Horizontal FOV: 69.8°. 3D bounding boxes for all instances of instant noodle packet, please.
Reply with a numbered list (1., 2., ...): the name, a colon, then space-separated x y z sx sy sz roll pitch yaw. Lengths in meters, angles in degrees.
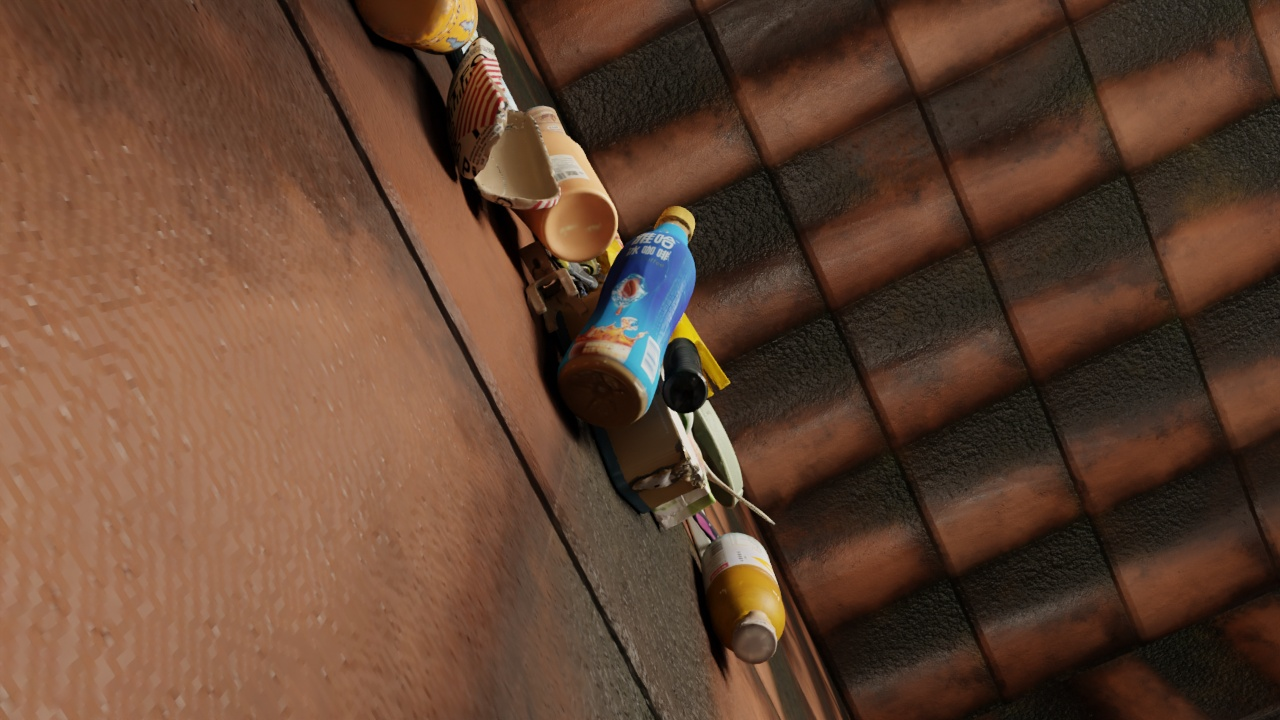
1. instant noodle packet: -0.045 -0.119 1.080 0.111 0.044 0.128 96 -19 -47

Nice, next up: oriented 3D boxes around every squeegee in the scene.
1. squeegee: 0.057 0.067 1.124 0.246 0.039 0.246 68 -13 -15

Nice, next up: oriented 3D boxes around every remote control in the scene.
1. remote control: 0.074 0.204 1.000 0.056 0.019 0.135 61 5 -36

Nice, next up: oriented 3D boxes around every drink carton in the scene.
1. drink carton: 0.029 0.099 0.823 0.045 0.053 0.122 59 5 -13

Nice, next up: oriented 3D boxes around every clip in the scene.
1. clip: -0.068 -0.053 0.693 0.072 0.034 0.100 62 -3 -30

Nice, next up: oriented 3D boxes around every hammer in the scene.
1. hammer: 0.035 -0.005 0.769 0.129 0.033 0.300 56 7 -8

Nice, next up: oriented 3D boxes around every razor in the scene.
1. razor: -0.074 -0.101 0.923 0.043 0.022 0.143 35 -5 25

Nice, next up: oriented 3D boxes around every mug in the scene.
1. mug: -0.062 -0.126 0.717 0.078 0.078 0.122 62 -3 -33

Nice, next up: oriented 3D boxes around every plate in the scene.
1. plate: 0.079 0.098 1.265 0.230 0.027 0.230 60 -12 20

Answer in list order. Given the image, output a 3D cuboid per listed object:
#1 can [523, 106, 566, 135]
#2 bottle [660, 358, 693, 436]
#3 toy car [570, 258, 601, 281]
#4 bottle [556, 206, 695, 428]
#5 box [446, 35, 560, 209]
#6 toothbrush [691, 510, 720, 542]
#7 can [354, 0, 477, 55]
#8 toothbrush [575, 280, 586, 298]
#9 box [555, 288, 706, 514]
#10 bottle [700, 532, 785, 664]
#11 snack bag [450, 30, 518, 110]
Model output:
1. can: -0.108 -0.243 1.102 0.116 0.058 0.058 65 4 11
2. bottle: -0.005 0.005 0.858 0.196 0.068 0.068 -110 173 -55
3. toy car: -0.082 -0.141 0.960 0.070 0.042 0.158 66 7 27
4. bottle: 0.001 -0.045 0.668 0.065 0.065 0.218 62 32 -32
5. box: -0.096 -0.167 0.659 0.086 0.076 0.162 22 26 -31
6. toothbrush: 0.070 0.175 0.964 0.189 0.014 0.018 54 -3 -7
7. can: -0.144 -0.235 0.606 0.146 0.058 0.058 -100 164 -74
8. toothbrush: -0.062 -0.075 0.989 0.014 0.016 0.189 60 4 -23
9. box: -0.012 0.024 0.721 0.184 0.062 0.090 65 3 31
10. bottle: 0.093 0.215 0.832 0.189 0.068 0.068 -87 151 -82
11. snack bag: -0.153 -0.274 0.879 0.191 0.039 0.110 64 9 16
